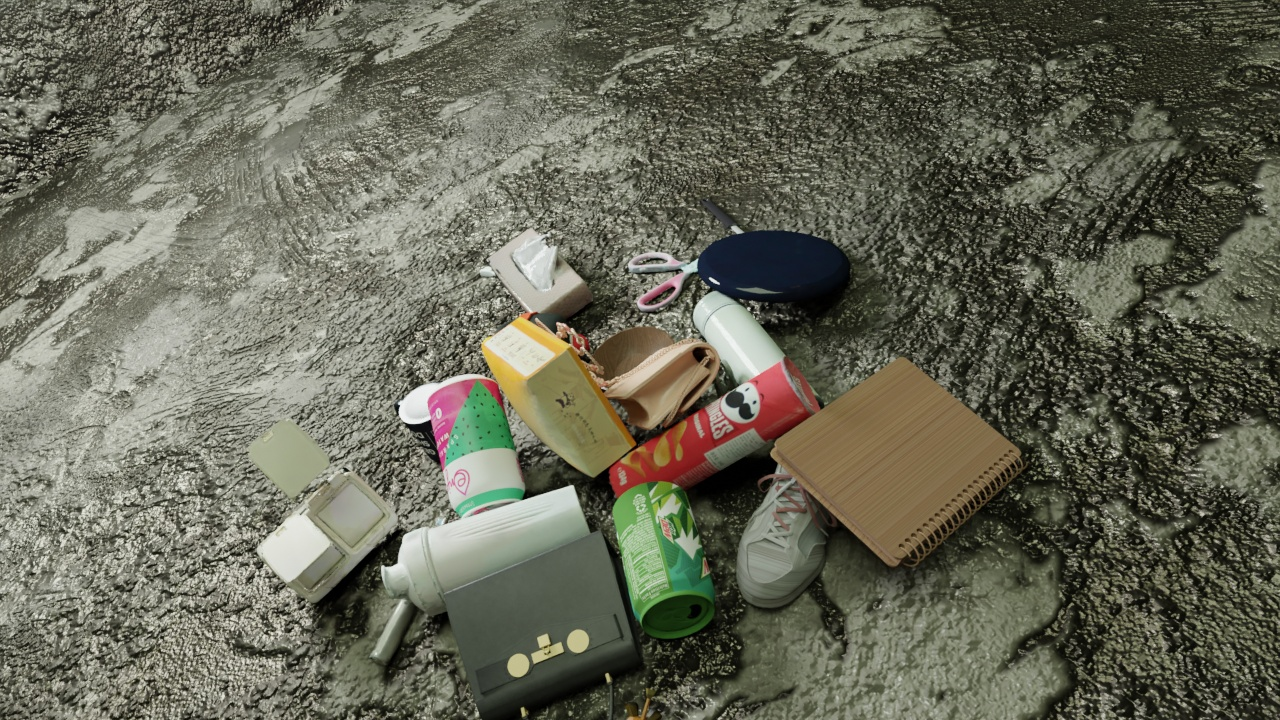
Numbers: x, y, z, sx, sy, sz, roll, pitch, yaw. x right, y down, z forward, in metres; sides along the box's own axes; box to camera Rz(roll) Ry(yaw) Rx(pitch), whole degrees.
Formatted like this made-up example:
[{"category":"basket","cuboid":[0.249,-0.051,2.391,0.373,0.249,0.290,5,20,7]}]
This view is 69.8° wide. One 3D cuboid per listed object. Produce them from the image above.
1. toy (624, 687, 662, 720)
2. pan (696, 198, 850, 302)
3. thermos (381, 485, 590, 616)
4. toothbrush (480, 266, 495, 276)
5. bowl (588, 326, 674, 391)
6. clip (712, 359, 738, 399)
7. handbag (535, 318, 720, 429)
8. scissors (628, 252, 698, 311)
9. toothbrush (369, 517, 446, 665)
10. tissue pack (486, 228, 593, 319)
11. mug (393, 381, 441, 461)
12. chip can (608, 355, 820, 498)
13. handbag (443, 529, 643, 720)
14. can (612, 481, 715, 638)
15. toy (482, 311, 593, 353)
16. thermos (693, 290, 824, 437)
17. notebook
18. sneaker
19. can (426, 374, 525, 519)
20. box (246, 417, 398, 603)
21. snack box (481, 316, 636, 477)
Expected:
[{"category":"toy","cuboid":[-0.006,0.344,0.819,0.076,0.063,0.100,21,67,-5]},{"category":"pan","cuboid":[0.150,-0.167,1.269,0.198,0.021,0.356,-11,31,-13]},{"category":"thermos","cuboid":[-0.165,0.209,1.007,0.220,0.099,0.099,-18,42,-6]},{"category":"toothbrush","cuboid":[-0.172,-0.131,1.415,0.187,0.012,0.017,8,47,30]},{"category":"bowl","cuboid":[-0.007,0.007,1.186,0.118,0.030,0.117,-12,43,12]},{"category":"clip","cuboid":[0.101,0.031,1.080,0.047,0.076,0.023,-30,42,-6]},{"category":"handbag","cuboid":[-0.008,-0.018,1.036,0.116,0.187,0.199,-43,7,-9]},{"category":"scissors","cuboid":[0.052,-0.135,1.317,0.172,0.014,0.158,-35,43,-12]},{"category":"toothbrush","cuboid":[-0.258,0.258,1.048,0.024,0.022,0.185,11,52,11]},{"category":"tissue pack","cuboid":[-0.151,-0.130,1.353,0.104,0.071,0.181,-38,45,-4]},{"category":"mug","cuboid":[-0.277,0.077,1.199,0.105,0.077,0.071,10,51,31]},{"category":"chip can","cuboid":[0.076,0.086,0.990,0.233,0.073,0.073,-33,39,18]},{"category":"handbag","cuboid":[-0.084,0.299,0.913,0.176,0.072,0.195,-22,53,1]},{"category":"can","cuboid":[0.023,0.201,0.934,0.083,0.083,0.144,-20,42,4]},{"category":"toy","cuboid":[-0.134,-0.019,1.219,0.119,0.097,0.099,-16,24,20]},{"category":"thermos","cuboid":[0.137,0.000,1.103,0.068,0.068,0.230,-27,41,-4]},{"category":"notebook","cuboid":[0.258,0.094,0.904,0.209,0.022,0.169,-28,59,-32]},{"category":"sneaker","cuboid":[0.163,0.135,0.934,0.099,0.089,0.235,14,54,34]},{"category":"can","cuboid":[-0.195,0.104,1.090,0.088,0.088,0.165,-20,67,3]},{"category":"box","cuboid":[-0.378,0.176,1.038,0.143,0.194,0.101,-48,26,-18]},{"category":"snack box","cuboid":[-0.105,0.043,1.069,0.080,0.145,0.195,-38,24,-12]}]
